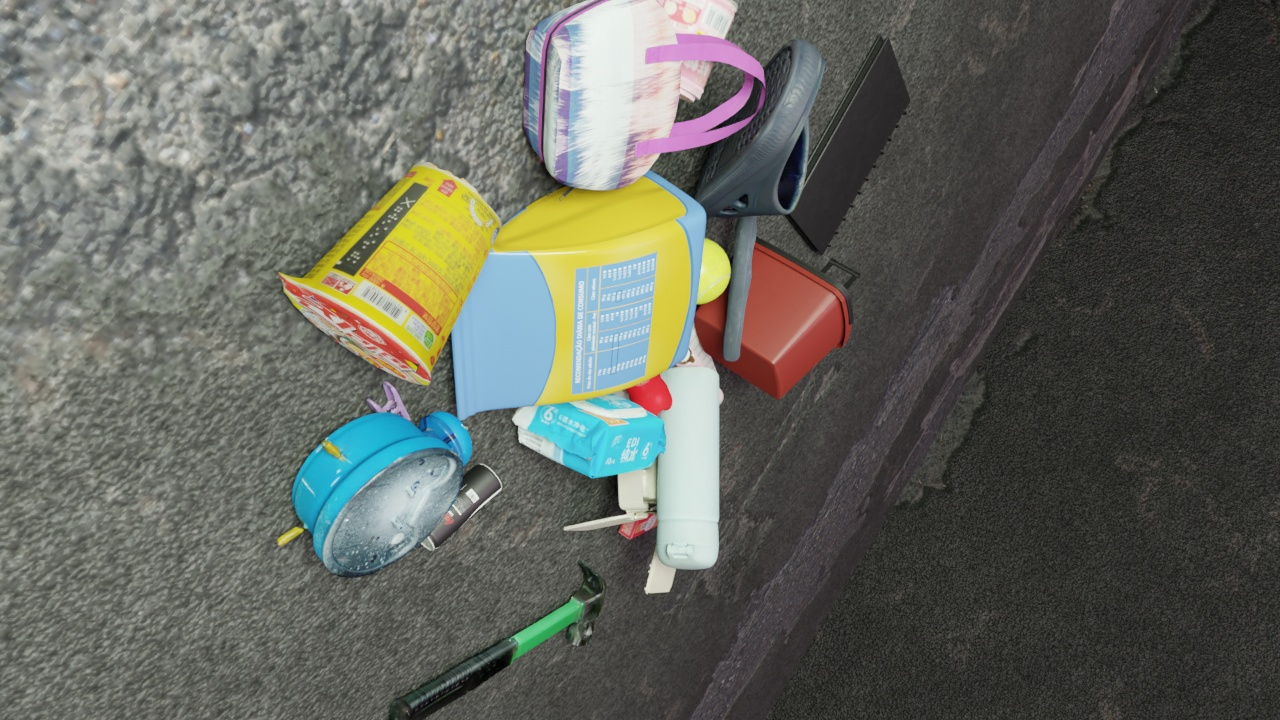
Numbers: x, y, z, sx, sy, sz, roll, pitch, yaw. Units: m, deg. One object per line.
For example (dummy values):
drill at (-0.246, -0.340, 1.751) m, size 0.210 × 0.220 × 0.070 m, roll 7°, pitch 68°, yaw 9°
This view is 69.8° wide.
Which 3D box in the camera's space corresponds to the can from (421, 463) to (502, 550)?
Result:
can at (-0.158, 0.125, 0.786) m, size 0.080 × 0.031 × 0.032 m, roll -42°, pitch 148°, yaw -31°

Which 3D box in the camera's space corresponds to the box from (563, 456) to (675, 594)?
box at (-0.008, 0.157, 1.020) m, size 0.145 × 0.101 × 0.186 m, roll 26°, pitch 77°, yaw -60°

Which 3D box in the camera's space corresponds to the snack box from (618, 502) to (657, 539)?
snack box at (0.029, 0.170, 1.165) m, size 0.132 × 0.021 × 0.089 m, roll -10°, pitch 125°, yaw -57°

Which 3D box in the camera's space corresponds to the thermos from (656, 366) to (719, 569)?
thermos at (0.050, 0.113, 0.964) m, size 0.078 × 0.065 × 0.206 m, roll 47°, pitch 42°, yaw -71°

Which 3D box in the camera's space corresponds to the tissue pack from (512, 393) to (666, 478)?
tissue pack at (-0.043, 0.063, 0.857) m, size 0.144 × 0.093 × 0.062 m, roll 4°, pitch 106°, yaw -61°

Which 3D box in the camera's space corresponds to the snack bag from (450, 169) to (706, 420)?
snack bag at (-0.058, -0.047, 0.725) m, size 0.204 × 0.102 × 0.159 m, roll -24°, pitch 138°, yaw -30°

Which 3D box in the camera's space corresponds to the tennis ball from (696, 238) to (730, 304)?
tennis ball at (0.056, -0.088, 0.900) m, size 0.065 × 0.065 × 0.065 m, roll -41°, pitch 148°, yaw -33°

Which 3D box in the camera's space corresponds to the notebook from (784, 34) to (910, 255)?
notebook at (0.259, -0.256, 1.135) m, size 0.231 × 0.019 × 0.169 m, roll -61°, pitch 152°, yaw 2°

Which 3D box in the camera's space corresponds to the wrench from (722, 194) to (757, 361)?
wrench at (0.105, -0.133, 0.912) m, size 0.073 × 0.022 × 0.273 m, roll -59°, pitch 155°, yaw -77°

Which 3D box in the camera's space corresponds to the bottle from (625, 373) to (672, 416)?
bottle at (-0.005, 0.005, 0.905) m, size 0.041 × 0.042 × 0.142 m, roll -48°, pitch 139°, yaw -22°

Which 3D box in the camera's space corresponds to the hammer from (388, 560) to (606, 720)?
hammer at (-0.143, 0.317, 1.008) m, size 0.317 × 0.032 × 0.130 m, roll -17°, pitch 132°, yaw -53°

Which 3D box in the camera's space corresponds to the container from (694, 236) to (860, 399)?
container at (0.169, -0.072, 1.021) m, size 0.200 × 0.148 × 0.127 m, roll -47°, pitch 152°, yaw -15°

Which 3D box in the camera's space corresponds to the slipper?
slipper at (0.111, -0.179, 0.767) m, size 0.268 × 0.083 × 0.110 m, roll 156°, pitch -47°, yaw -78°

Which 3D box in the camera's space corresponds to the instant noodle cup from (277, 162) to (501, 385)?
instant noodle cup at (-0.143, -0.057, 0.570) m, size 0.112 × 0.100 × 0.100 m, roll -59°, pitch 155°, yaw -20°

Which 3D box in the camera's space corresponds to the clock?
clock at (-0.180, 0.093, 0.672) m, size 0.161 × 0.060 × 0.117 m, roll -2°, pitch 126°, yaw -61°

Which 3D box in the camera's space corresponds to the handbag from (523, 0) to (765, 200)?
handbag at (0.009, -0.185, 0.643) m, size 0.169 × 0.068 × 0.145 m, roll -11°, pitch 131°, yaw -22°

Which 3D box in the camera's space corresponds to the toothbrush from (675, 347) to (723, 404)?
toothbrush at (0.055, 0.006, 1.017) m, size 0.027 × 0.026 × 0.222 m, roll -69°, pitch 156°, yaw -14°

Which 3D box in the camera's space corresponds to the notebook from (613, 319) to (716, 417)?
notebook at (0.030, 0.029, 1.038) m, size 0.142 × 0.009 × 0.210 m, roll -53°, pitch 153°, yaw -14°

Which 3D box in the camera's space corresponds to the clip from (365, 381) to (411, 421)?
clip at (-0.183, 0.035, 0.674) m, size 0.036 × 0.013 × 0.052 m, roll -48°, pitch 154°, yaw -19°

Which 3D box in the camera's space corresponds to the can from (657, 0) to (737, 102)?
can at (0.029, -0.244, 0.694) m, size 0.067 × 0.067 × 0.076 m, roll 3°, pitch 114°, yaw -61°
